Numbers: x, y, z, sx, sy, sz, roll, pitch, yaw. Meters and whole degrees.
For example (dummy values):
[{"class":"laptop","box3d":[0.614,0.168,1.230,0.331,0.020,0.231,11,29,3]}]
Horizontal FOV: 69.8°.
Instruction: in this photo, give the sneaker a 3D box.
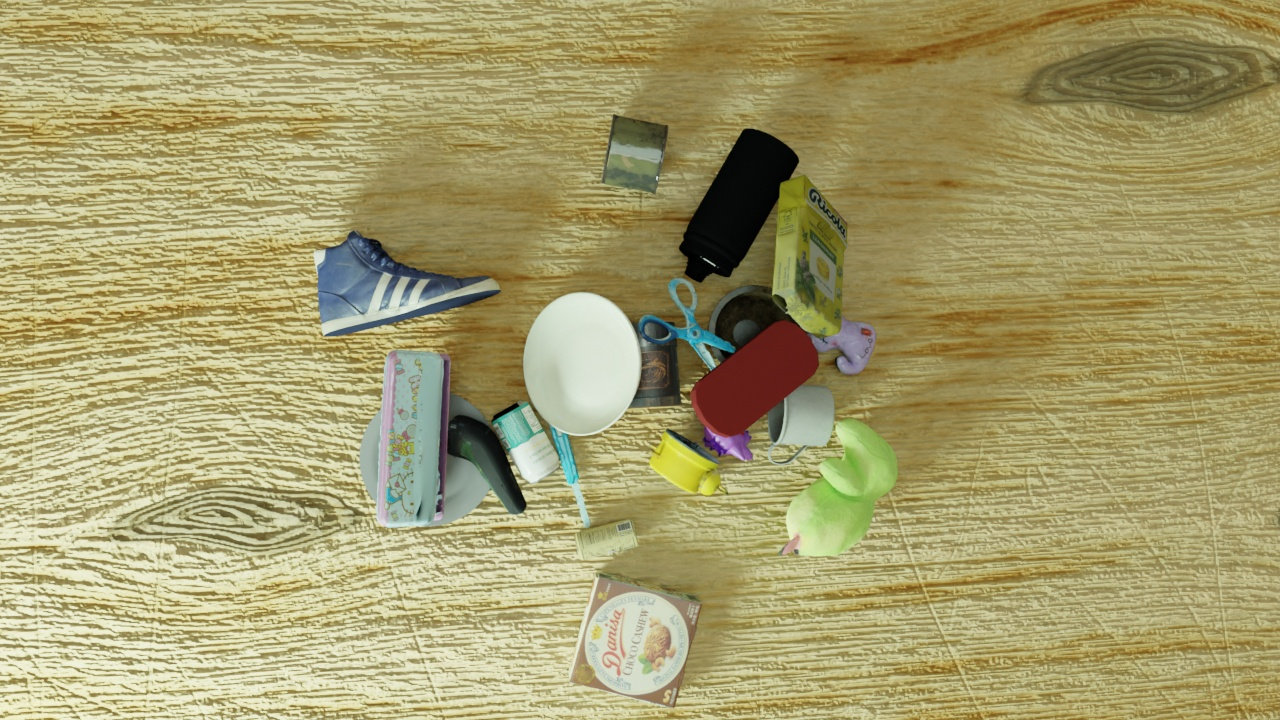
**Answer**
[{"class":"sneaker","box3d":[-0.304,-0.117,1.173,0.233,0.091,0.118,-15,88,4]}]

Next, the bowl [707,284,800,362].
[{"class":"bowl","box3d":[0.146,-0.037,1.216,0.121,0.056,0.121,0,89,-4]}]

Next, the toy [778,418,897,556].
[{"class":"toy","box3d":[0.262,0.176,1.184,0.107,0.150,0.196,21,87,26]}]

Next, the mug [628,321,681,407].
[{"class":"mug","box3d":[-0.007,0.007,1.197,0.116,0.080,0.107,-3,88,6]}]

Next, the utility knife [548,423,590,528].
[{"class":"utility knife","box3d":[-0.096,0.143,1.216,0.022,0.015,0.167,-15,89,-4]}]

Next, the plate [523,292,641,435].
[{"class":"plate","box3d":[-0.070,0.004,1.178,0.183,0.034,0.182,-1,89,32]}]

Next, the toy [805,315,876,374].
[{"class":"toy","box3d":[0.267,-0.026,1.235,0.099,0.036,0.080,19,87,-5]}]

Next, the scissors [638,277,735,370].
[{"class":"scissors","box3d":[0.056,-0.031,1.165,0.117,0.013,0.140,-32,94,-21]}]

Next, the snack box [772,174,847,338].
[{"class":"snack box","box3d":[0.218,-0.129,1.164,0.121,0.045,0.180,36,53,-42]}]

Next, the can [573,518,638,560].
[{"class":"can","box3d":[-0.046,0.236,1.208,0.079,0.038,0.038,-14,90,-4]}]

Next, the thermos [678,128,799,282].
[{"class":"thermos","box3d":[0.121,-0.195,1.201,0.086,0.086,0.198,30,87,-3]}]

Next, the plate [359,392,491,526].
[{"class":"plate","box3d":[-0.277,0.128,1.205,0.178,0.012,0.178,0,89,-4]}]

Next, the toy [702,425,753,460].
[{"class":"toy","box3d":[0.107,0.098,1.198,0.106,0.088,0.056,44,93,-3]}]

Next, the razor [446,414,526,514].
[{"class":"razor","box3d":[-0.200,0.137,1.183,0.067,0.054,0.151,-29,99,10]}]

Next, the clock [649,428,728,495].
[{"class":"clock","box3d":[0.067,0.137,1.196,0.119,0.083,0.057,32,92,-1]}]

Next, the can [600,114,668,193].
[{"class":"can","box3d":[-0.007,-0.267,1.191,0.074,0.090,0.090,10,88,-4]}]

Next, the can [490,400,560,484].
[{"class":"can","box3d":[-0.149,0.106,1.194,0.055,0.055,0.101,-30,92,-4]}]

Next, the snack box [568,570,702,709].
[{"class":"snack box","box3d":[-0.007,0.366,1.208,0.147,0.041,0.143,16,89,-4]}]

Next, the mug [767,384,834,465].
[{"class":"mug","box3d":[0.208,0.085,1.210,0.070,0.084,0.113,4,103,-7]}]

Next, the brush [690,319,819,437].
[{"class":"brush","box3d":[0.142,0.024,1.154,0.173,0.042,0.082,-37,91,-13]}]

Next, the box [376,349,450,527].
[{"class":"box","box3d":[-0.291,0.094,1.136,0.091,0.090,0.214,3,89,-36]}]
